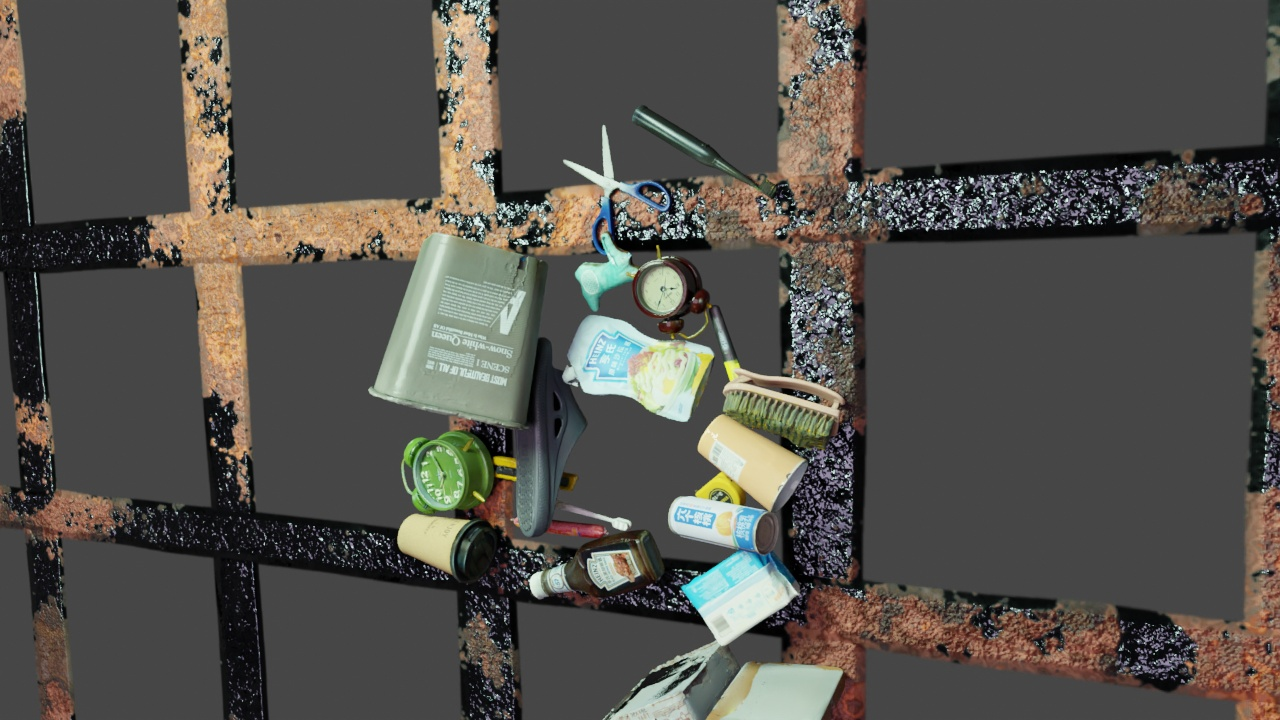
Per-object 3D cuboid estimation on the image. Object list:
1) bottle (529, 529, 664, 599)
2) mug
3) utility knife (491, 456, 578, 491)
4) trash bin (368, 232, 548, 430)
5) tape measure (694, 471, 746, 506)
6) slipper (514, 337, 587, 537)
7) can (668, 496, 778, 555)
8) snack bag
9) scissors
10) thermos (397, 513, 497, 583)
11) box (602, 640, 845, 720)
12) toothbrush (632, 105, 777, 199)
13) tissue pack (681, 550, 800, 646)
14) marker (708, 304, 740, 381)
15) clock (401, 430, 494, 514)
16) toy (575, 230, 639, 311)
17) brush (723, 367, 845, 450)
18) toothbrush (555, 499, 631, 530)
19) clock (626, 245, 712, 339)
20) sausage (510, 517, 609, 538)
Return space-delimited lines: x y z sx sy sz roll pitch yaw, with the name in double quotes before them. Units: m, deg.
"bottle" -0.065 0.289 1.262 0.195 0.044 0.080 -21 95 25
"mug" 0.136 0.124 1.142 0.123 0.078 0.078 33 107 22
"utility knife" -0.157 0.160 1.303 0.155 0.015 0.033 7 101 23
"trash bin" -0.227 -0.036 1.194 0.199 0.199 0.219 15 87 -20
"tape measure" 0.108 0.173 1.181 0.057 0.028 0.060 50 128 8
"slipper" -0.122 0.104 1.249 0.111 0.083 0.268 169 103 -66
"can" 0.101 0.203 1.138 0.135 0.053 0.053 4 97 41
"snack bag" -0.007 0.007 1.194 0.191 0.039 0.110 17 77 18
"scissors" -0.033 -0.222 1.212 0.162 0.012 0.176 8 97 24
"thermos" -0.280 0.266 1.332 0.143 0.092 0.093 8 99 30
"box" 0.105 0.420 1.129 0.273 0.177 0.106 -17 89 25
"toothbrush" 0.080 -0.260 1.150 0.213 0.026 0.027 34 119 16
"tissue pack" 0.127 0.291 1.166 0.140 0.063 0.090 -40 77 20
"marker" 0.111 -0.012 1.168 0.018 0.015 0.124 -18 89 20
"clock" -0.287 0.164 1.333 0.162 0.056 0.116 -10 90 33
"toy" -0.044 -0.120 1.215 0.092 0.030 0.096 -18 107 21
"brush" 0.172 0.055 1.122 0.146 0.063 0.073 17 68 16
"toothbrush" -0.096 0.208 1.281 0.180 0.016 0.016 13 98 22
"clock" 0.041 -0.083 1.170 0.082 0.055 0.122 -40 81 22
"sausage" -0.115 0.235 1.291 0.156 0.020 0.020 3 96 24
